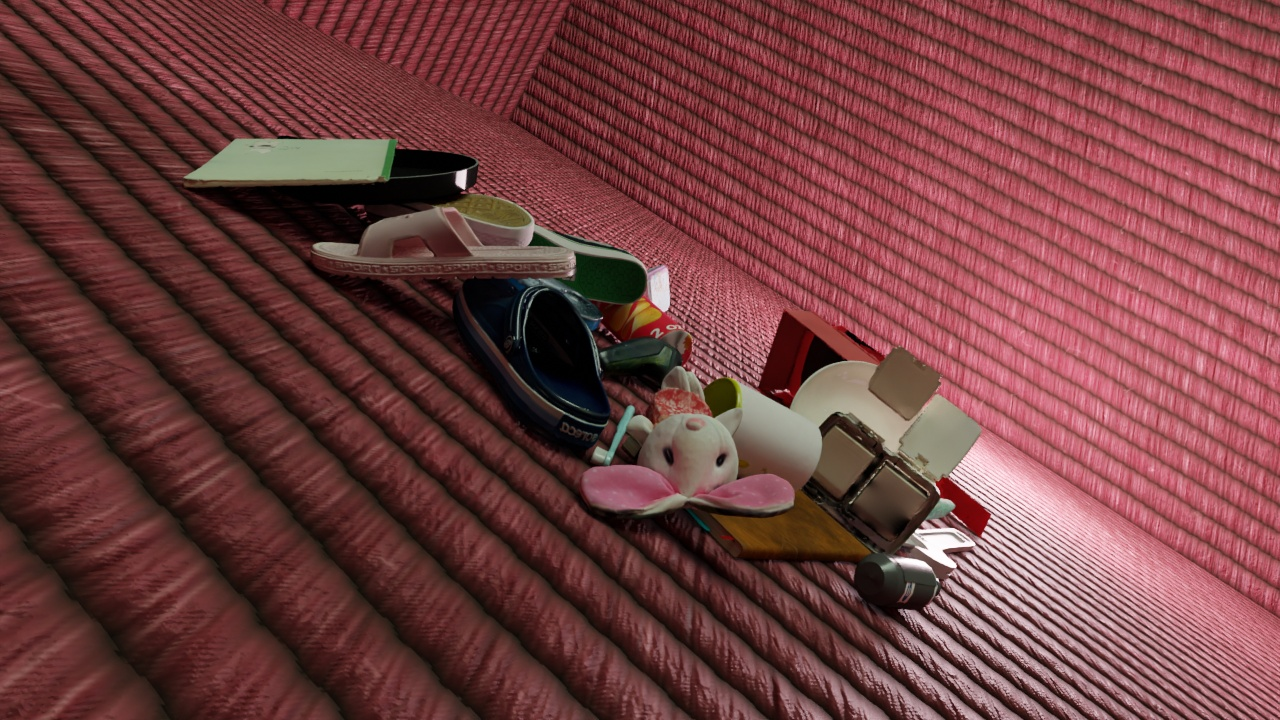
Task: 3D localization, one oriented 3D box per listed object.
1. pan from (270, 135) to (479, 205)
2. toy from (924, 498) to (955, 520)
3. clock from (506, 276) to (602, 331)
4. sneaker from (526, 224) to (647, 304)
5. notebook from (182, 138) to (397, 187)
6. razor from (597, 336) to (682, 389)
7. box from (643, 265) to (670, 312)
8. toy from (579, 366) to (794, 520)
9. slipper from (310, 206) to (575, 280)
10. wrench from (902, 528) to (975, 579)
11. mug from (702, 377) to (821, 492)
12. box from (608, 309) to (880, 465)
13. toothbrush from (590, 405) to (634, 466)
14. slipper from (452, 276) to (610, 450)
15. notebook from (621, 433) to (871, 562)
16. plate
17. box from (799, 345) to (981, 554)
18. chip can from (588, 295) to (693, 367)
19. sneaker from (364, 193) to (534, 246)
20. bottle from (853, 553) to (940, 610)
[{"bbox_3d":[-0.337,-0.224,1.057,0.224,0.034,0.357,-16,27,-40],"label":"pan"},{"bbox_3d":[0.325,0.175,1.115,0.105,0.033,0.085,6,4,25],"label":"toy"},{"bbox_3d":[-0.110,-0.061,1.023,0.116,0.060,0.161,23,13,-27],"label":"clock"},{"bbox_3d":[-0.108,-0.127,1.160,0.235,0.084,0.079,13,18,-8],"label":"sneaker"},{"bbox_3d":[-0.350,-0.210,0.957,0.182,0.010,0.252,-3,22,-11],"label":"notebook"},{"bbox_3d":[-0.006,0.006,1.040,0.067,0.054,0.151,54,26,19],"label":"razor"},{"bbox_3d":[0.005,-0.092,1.397,0.077,0.096,0.214,58,12,-4],"label":"box"},{"bbox_3d":[0.038,0.072,0.745,0.159,0.084,0.194,3,26,1],"label":"toy"},{"bbox_3d":[-0.179,-0.111,0.849,0.239,0.064,0.094,1,13,-6],"label":"slipper"},{"bbox_3d":[0.367,0.226,1.110,0.087,0.018,0.273,39,14,33],"label":"wrench"},{"bbox_3d":[0.107,0.074,0.873,0.106,0.083,0.082,27,13,-25],"label":"mug"},{"bbox_3d":[0.137,0.051,1.172,0.325,0.153,0.213,-10,30,-17],"label":"box"},{"bbox_3d":[-0.022,0.066,0.836,0.016,0.016,0.180,22,13,3],"label":"toothbrush"},{"bbox_3d":[-0.087,-0.015,0.828,0.105,0.095,0.252,18,21,-37],"label":"slipper"},{"bbox_3d":[0.095,0.127,0.867,0.249,0.014,0.178,16,20,-49],"label":"notebook"},{"bbox_3d":[0.248,0.092,1.059,0.182,0.182,0.034,29,-19,-6],"label":"plate"},{"bbox_3d":[0.267,0.094,0.981,0.143,0.191,0.068,41,14,12],"label":"box"},{"bbox_3d":[-0.018,-0.063,1.213,0.069,0.069,0.220,19,18,-43],"label":"chip can"},{"bbox_3d":[-0.218,-0.140,1.018,0.241,0.088,0.118,17,26,33],"label":"sneaker"},{"bbox_3d":[0.238,0.202,0.834,0.112,0.047,0.047,20,17,-43],"label":"bottle"}]
